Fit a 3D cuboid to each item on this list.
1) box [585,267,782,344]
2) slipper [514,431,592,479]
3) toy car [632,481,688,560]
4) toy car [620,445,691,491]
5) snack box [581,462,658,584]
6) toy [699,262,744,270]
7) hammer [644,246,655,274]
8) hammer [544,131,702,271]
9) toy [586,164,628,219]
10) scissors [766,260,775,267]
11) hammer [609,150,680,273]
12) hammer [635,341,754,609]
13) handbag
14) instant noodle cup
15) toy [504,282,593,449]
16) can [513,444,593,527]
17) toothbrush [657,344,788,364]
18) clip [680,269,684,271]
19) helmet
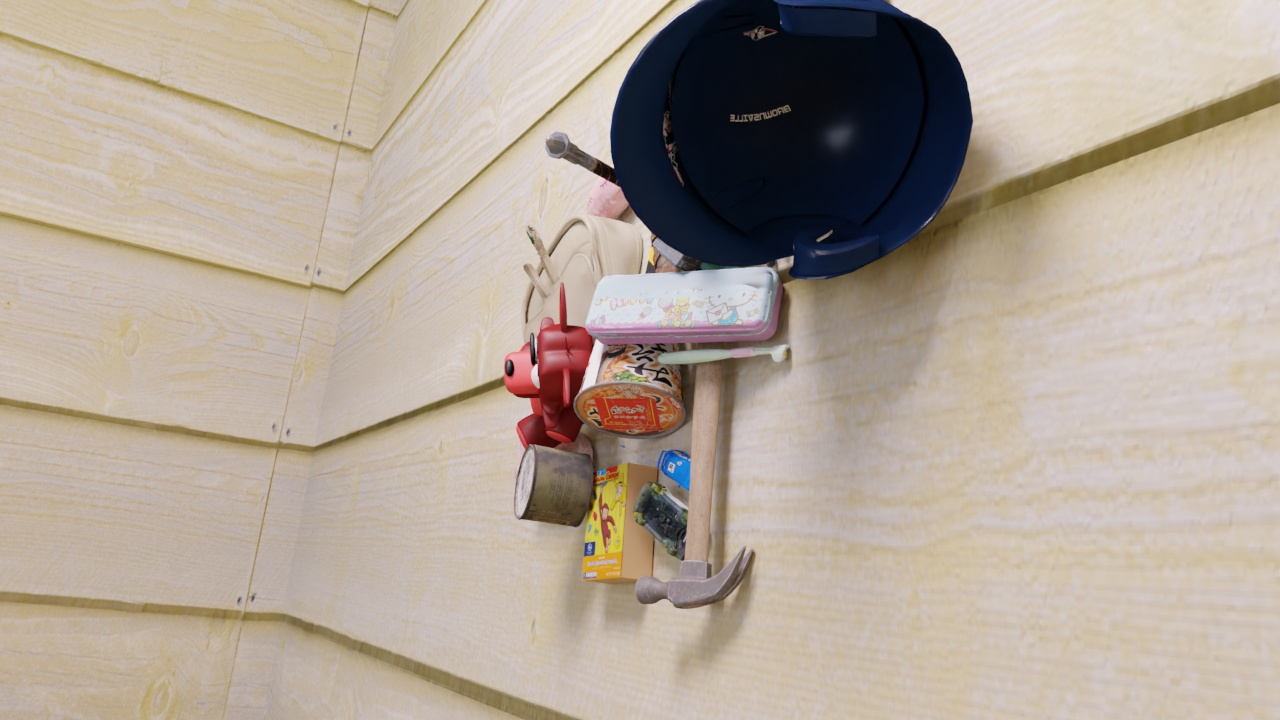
[{"bbox_3d":[0.041,-0.056,0.947,0.215,0.033,0.076,0,65,31],"label":"box"},{"bbox_3d":[-0.134,0.126,1.250,0.239,0.064,0.094,24,98,62],"label":"slipper"},{"bbox_3d":[0.032,0.168,0.965,0.105,0.033,0.048,35,104,50],"label":"toy car"},{"bbox_3d":[0.024,0.111,0.978,0.092,0.061,0.033,26,100,61],"label":"toy car"},{"bbox_3d":[-0.024,0.188,1.050,0.088,0.040,0.125,-25,57,55],"label":"snack box"},{"bbox_3d":[0.081,-0.108,1.009,0.105,0.033,0.085,19,105,60],"label":"toy"},{"bbox_3d":[0.045,-0.245,1.125,0.170,0.034,0.324,-162,84,-70],"label":"hammer"},{"bbox_3d":[0.003,-0.154,0.841,0.044,0.321,0.098,43,104,24],"label":"hammer"},{"bbox_3d":[-0.036,-0.242,1.260,0.109,0.053,0.104,-50,23,41],"label":"toy"},{"bbox_3d":[0.123,-0.155,0.966,0.136,0.019,0.138,31,105,59],"label":"scissors"},{"bbox_3d":[0.018,-0.175,1.071,0.122,0.049,0.318,127,141,-51],"label":"hammer"},{"bbox_3d":[0.065,0.083,0.930,0.120,0.030,0.330,-9,64,35],"label":"hammer"},{"bbox_3d":[-0.102,-0.079,1.232,0.230,0.131,0.183,-38,54,51],"label":"handbag"},{"bbox_3d":[-0.006,0.006,1.035,0.124,0.123,0.121,-38,37,48],"label":"instant noodle cup"},{"bbox_3d":[-0.106,0.018,1.123,0.198,0.120,0.158,109,161,-65],"label":"toy"},{"bbox_3d":[-0.104,0.150,1.098,0.090,0.074,0.090,-169,91,-72],"label":"can"},{"bbox_3d":[0.080,-0.005,0.927,0.155,0.015,0.022,-3,44,39],"label":"toothbrush"},{"bbox_3d":[0.042,-0.099,1.082,0.076,0.023,0.044,-67,32,20],"label":"clip"},{"bbox_3d":[0.107,-0.198,0.765,0.223,0.272,0.232,-123,21,-60],"label":"helmet"}]
